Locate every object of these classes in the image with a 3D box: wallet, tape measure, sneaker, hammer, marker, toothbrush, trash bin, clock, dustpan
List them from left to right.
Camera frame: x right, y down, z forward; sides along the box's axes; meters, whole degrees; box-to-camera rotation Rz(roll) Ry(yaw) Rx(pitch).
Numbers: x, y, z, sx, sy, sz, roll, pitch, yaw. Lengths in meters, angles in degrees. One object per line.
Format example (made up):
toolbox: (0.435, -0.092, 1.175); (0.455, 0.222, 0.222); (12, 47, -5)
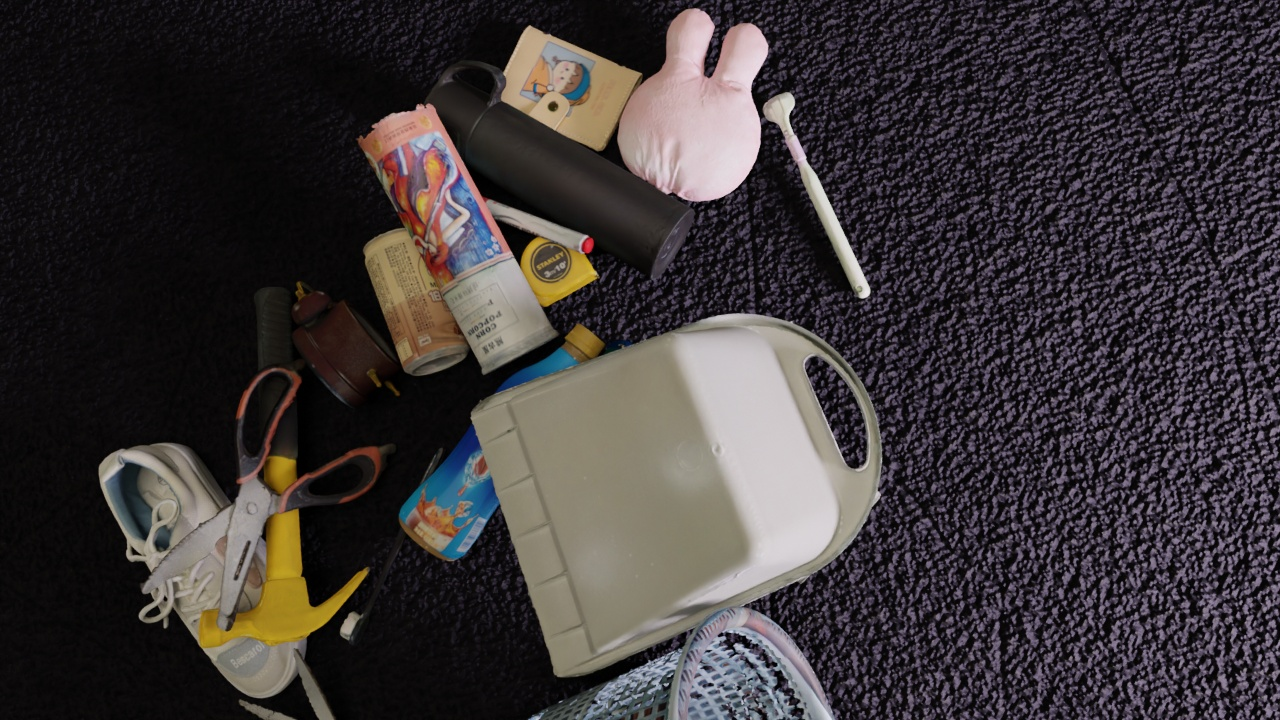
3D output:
sneaker: (-0.363, 0.170, 0.755); (0.089, 0.091, 0.242); (-36, 82, 1)
hammer: (-0.301, 0.082, 0.768); (0.128, 0.033, 0.300); (2, 71, -33)
clock: (-0.253, -0.016, 0.772); (0.055, 0.082, 0.122); (-38, 82, -4)
toothbrush: (-0.209, 0.156, 0.780); (0.018, 0.015, 0.181); (25, 86, 17)
marker: (-0.101, -0.119, 0.781); (0.145, 0.017, 0.017); (24, 85, 26)
tape measure: (-0.073, -0.080, 0.789); (0.060, 0.029, 0.057); (-30, 82, 1)
wallet: (-0.068, -0.238, 0.813); (0.115, 0.024, 0.087); (26, 81, 7)
tape measure: (-0.005, 0.004, 0.758); (0.054, 0.058, 0.025); (34, 84, -13)
trash bin: (0.012, 0.305, 0.638); (0.196, 0.226, 0.226); (-24, 80, 30)
dustpan: (0.036, 0.083, 0.687); (0.258, 0.142, 0.222); (-30, 73, 34)
toothbrush: (0.153, -0.140, 0.781); (0.029, 0.020, 0.189); (-28, 81, 32)

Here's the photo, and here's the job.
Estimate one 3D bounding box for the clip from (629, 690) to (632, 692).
clip: (0.010, 0.261, 0.740); (0.058, 0.027, 0.043); (-14, 67, 12)

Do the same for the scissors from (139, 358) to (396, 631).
scissors: (-0.297, 0.099, 0.733); (0.226, 0.015, 0.189); (-19, 83, -36)

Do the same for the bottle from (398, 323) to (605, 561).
bottle: (-0.109, 0.062, 0.756); (0.065, 0.065, 0.218); (38, 88, 9)

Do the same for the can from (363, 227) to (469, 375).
can: (-0.191, -0.050, 0.782); (0.058, 0.058, 0.116); (-22, 82, 2)

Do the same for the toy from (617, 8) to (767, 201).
toy: (0.050, -0.215, 0.781); (0.121, 0.054, 0.159); (20, 88, 6)

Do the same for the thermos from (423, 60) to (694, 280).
thermos: (-0.071, -0.165, 0.771); (0.242, 0.090, 0.068); (32, 44, 8)

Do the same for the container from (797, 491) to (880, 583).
container: (0.111, 0.100, 0.720); (0.114, 0.090, 0.090); (42, 88, 12)

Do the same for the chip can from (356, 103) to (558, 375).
chip can: (-0.148, -0.098, 0.753); (0.071, 0.071, 0.214); (-28, 93, 1)

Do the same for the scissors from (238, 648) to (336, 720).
scissors: (-0.241, 0.317, 0.747); (0.159, 0.014, 0.180); (-5, 94, -4)
